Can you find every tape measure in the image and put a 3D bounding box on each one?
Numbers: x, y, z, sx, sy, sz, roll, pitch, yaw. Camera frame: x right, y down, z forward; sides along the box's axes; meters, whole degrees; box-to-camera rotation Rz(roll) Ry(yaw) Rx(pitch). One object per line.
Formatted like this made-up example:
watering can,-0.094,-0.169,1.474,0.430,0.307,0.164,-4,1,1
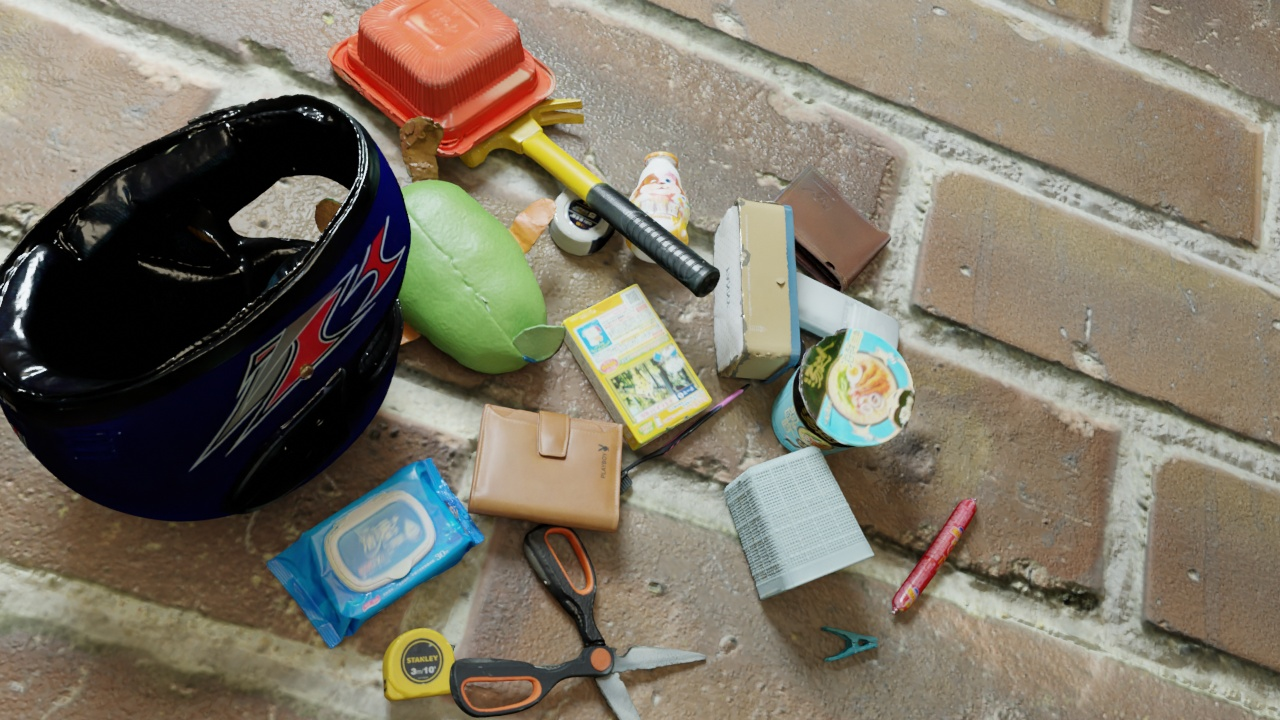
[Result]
tape measure,-0.059,-0.140,0.916,0.066,0.034,0.065,38,65,3
tape measure,-0.183,0.251,0.754,0.060,0.029,0.057,4,66,-31

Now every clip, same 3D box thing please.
clip,0.195,0.263,0.853,0.054,0.013,0.034,4,72,-10

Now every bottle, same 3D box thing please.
bottle,0.018,-0.155,0.923,0.063,0.063,0.108,7,70,-12

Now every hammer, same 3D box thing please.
hammer,-0.040,-0.159,0.877,0.128,0.033,0.301,-38,64,-20

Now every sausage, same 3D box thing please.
sausage,0.289,0.191,0.897,0.020,0.020,0.155,43,68,3

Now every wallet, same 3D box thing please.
wallet,0.198,-0.142,0.979,0.124,0.032,0.101,43,60,0
wallet,-0.082,0.095,0.818,0.131,0.031,0.107,10,55,-10

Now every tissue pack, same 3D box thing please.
tissue pack,-0.218,0.157,0.765,0.156,0.052,0.095,-33,82,-22

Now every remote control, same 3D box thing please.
remote control,0.206,-0.042,0.947,0.136,0.020,0.055,24,59,-12

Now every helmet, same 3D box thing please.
helmet,-0.300,-0.022,0.698,0.315,0.241,0.247,-41,66,-13

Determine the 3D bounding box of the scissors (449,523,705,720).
scissors,-0.054,0.246,0.787,0.234,0.022,0.220,-6,69,-25

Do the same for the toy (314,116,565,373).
toy,-0.174,-0.085,0.838,0.227,0.090,0.246,-38,91,-2

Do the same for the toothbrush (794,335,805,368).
toothbrush,0.149,-0.079,0.959,0.014,0.016,0.189,-4,70,-13

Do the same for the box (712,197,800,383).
box,0.112,-0.062,0.903,0.061,0.090,0.184,3,73,-14

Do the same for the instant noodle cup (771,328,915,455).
instant noodle cup,0.180,0.043,0.866,0.111,0.121,0.111,4,70,-11

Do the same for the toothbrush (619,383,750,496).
toothbrush,0.038,0.076,0.878,0.188,0.014,0.018,-34,92,-22

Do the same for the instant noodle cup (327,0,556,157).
instant noodle cup,-0.194,-0.301,0.901,0.189,0.079,0.164,41,64,12

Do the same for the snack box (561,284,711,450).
snack box,-0.005,0.005,0.881,0.086,0.034,0.140,-30,79,-21

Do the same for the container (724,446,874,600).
container,0.139,0.147,0.838,0.090,0.090,0.111,-16,74,-19
